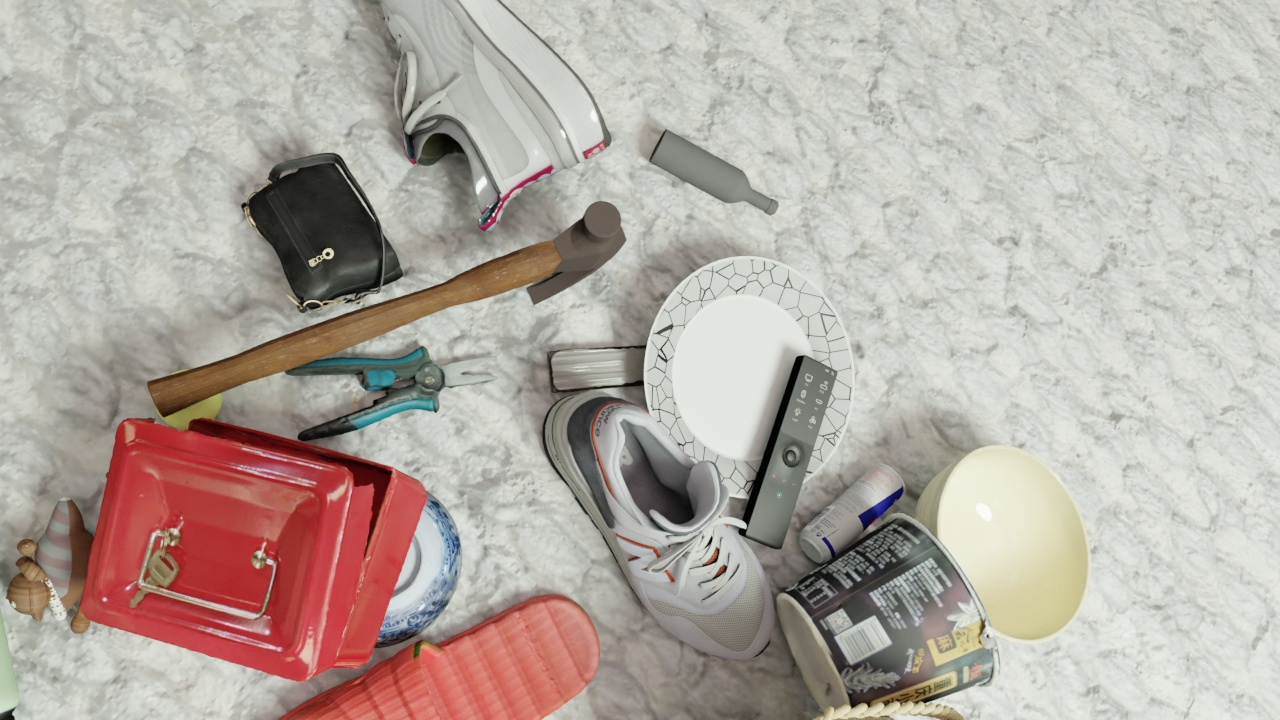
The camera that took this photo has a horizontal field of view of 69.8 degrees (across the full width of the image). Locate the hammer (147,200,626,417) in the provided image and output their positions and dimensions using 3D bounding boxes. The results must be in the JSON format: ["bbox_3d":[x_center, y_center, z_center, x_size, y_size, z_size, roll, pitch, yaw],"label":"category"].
[{"bbox_3d":[-0.158,-0.034,0.619,0.322,0.115,0.033,-23,85,-20],"label":"hammer"}]

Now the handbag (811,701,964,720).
[{"bbox_3d":[0.131,0.288,0.587,0.210,0.209,0.103,6,59,-16],"label":"handbag"}]

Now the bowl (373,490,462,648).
[{"bbox_3d":[-0.174,0.135,0.615,0.114,0.045,0.114,4,77,-16],"label":"bowl"}]

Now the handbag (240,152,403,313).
[{"bbox_3d":[-0.223,-0.089,0.635,0.079,0.054,0.128,-31,69,-16],"label":"handbag"}]

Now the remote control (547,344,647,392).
[{"bbox_3d":[-0.004,0.004,0.712,0.136,0.013,0.033,-4,81,-17],"label":"remote control"}]

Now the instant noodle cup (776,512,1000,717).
[{"bbox_3d":[0.170,0.195,0.667,0.112,0.137,0.137,-22,85,-11],"label":"instant noodle cup"}]

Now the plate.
[{"bbox_3d":[0.086,0.013,0.724,0.188,0.016,0.188,2,86,-23],"label":"plate"}]

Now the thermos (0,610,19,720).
[{"bbox_3d":[-0.414,0.151,0.525,0.082,0.082,0.231,-15,83,-20],"label":"thermos"}]

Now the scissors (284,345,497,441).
[{"bbox_3d":[-0.181,0.017,0.653,0.148,0.019,0.123,28,71,-11],"label":"scissors"}]

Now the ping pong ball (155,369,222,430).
[{"bbox_3d":[-0.297,0.026,0.604,0.040,0.040,0.040,4,77,-16],"label":"ping pong ball"}]

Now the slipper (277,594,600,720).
[{"bbox_3d":[-0.133,0.235,0.599,0.248,0.059,0.103,-22,85,-21],"label":"slipper"}]

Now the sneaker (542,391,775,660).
[{"bbox_3d":[0.025,0.116,0.637,0.088,0.124,0.240,-41,92,-21],"label":"sneaker"}]

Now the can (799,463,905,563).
[{"bbox_3d":[0.168,0.122,0.729,0.095,0.032,0.032,-36,90,-21],"label":"can"}]

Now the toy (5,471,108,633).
[{"bbox_3d":[-0.353,0.116,0.568,0.054,0.042,0.101,18,81,-36],"label":"toy"}]

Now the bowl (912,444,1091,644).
[{"bbox_3d":[0.272,0.147,0.728,0.150,0.075,0.150,7,72,-21],"label":"bowl"}]

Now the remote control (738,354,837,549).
[{"bbox_3d":[0.116,0.070,0.715,0.034,0.013,0.150,25,77,-20],"label":"remote control"}]

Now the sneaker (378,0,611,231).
[{"bbox_3d":[-0.149,-0.218,0.684,0.128,0.097,0.263,-44,83,1],"label":"sneaker"}]

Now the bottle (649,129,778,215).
[{"bbox_3d":[0.064,-0.151,0.758,0.113,0.030,0.030,26,72,-10],"label":"bottle"}]

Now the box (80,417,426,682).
[{"bbox_3d":[-0.229,0.109,0.556,0.157,0.110,0.134,13,84,11],"label":"box"}]
